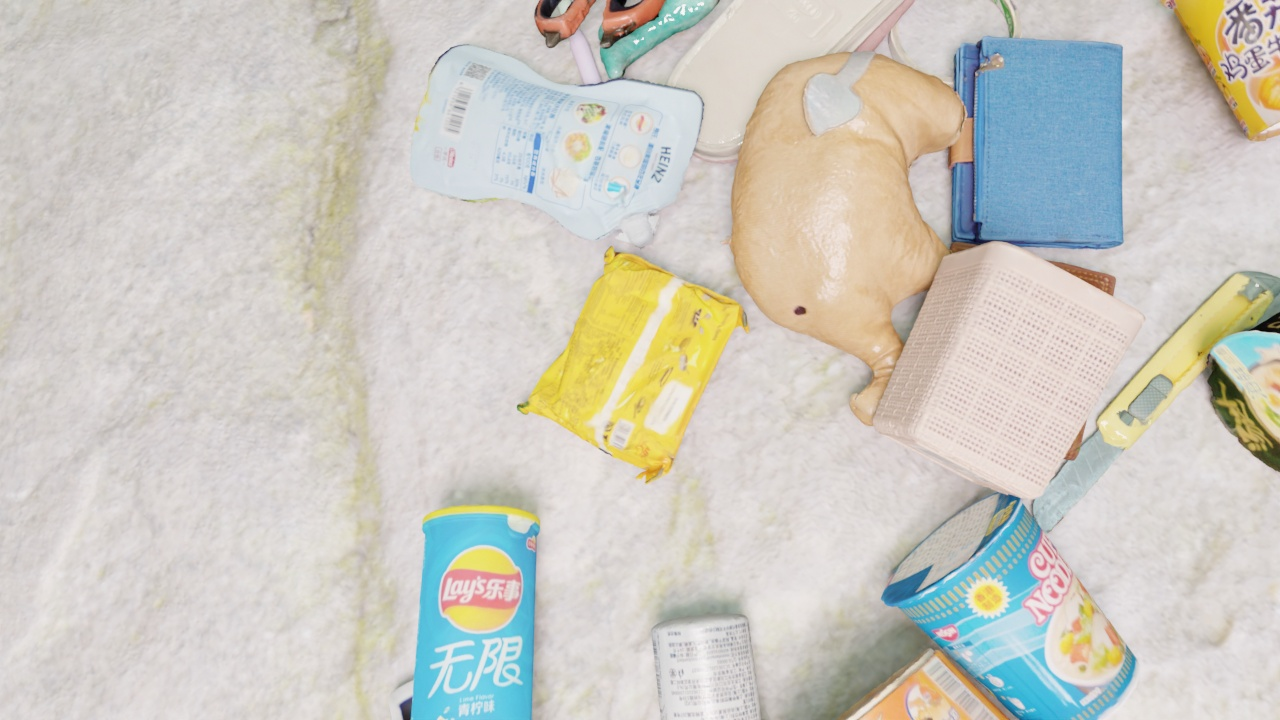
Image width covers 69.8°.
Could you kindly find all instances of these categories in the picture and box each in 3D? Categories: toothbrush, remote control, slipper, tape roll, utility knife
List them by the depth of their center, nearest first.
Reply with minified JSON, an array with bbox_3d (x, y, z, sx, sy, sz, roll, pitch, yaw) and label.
[{"bbox_3d":[-0.108,0.263,0.550,0.058,0.021,0.150,-18,77,2],"label":"remote control"},{"bbox_3d":[0.313,0.022,0.560,0.219,0.022,0.031,-47,71,0],"label":"utility knife"},{"bbox_3d":[0.122,-0.246,0.618,0.114,0.054,0.274,41,97,17],"label":"slipper"},{"bbox_3d":[0.213,-0.224,0.624,0.086,0.014,0.085,-1,77,6],"label":"tape roll"},{"bbox_3d":[-0.041,-0.210,0.649,0.021,0.029,0.189,-11,74,-35],"label":"toothbrush"}]

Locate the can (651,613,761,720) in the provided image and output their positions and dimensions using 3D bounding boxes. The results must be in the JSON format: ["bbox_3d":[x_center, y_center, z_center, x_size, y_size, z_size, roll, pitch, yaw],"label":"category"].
[{"bbox_3d":[0.042,0.221,0.522,0.058,0.058,0.146,-8,77,5],"label":"can"}]

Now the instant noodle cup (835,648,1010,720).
[{"bbox_3d":[0.143,0.229,0.470,0.151,0.151,0.111,-38,68,-3],"label":"instant noodle cup"}]

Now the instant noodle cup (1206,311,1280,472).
[{"bbox_3d":[0.407,-0.002,0.510,0.120,0.111,0.111,-34,76,-9],"label":"instant noodle cup"}]

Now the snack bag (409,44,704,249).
[{"bbox_3d":[-0.059,-0.146,0.619,0.191,0.039,0.110,18,85,14],"label":"snack bag"}]

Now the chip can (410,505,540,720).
[{"bbox_3d":[-0.094,0.192,0.518,0.071,0.071,0.210,-4,66,6],"label":"chip can"}]

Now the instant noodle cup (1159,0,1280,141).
[{"bbox_3d":[0.400,-0.202,0.542,0.138,0.138,0.109,-18,85,2],"label":"instant noodle cup"}]

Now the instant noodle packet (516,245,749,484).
[{"bbox_3d":[-0.003,0.003,0.584,0.111,0.044,0.128,26,79,17],"label":"instant noodle packet"}]

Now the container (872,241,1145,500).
[{"bbox_3d":[0.193,0.008,0.502,0.090,0.090,0.111,27,89,-2],"label":"container"}]

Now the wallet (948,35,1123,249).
[{"bbox_3d":[0.253,-0.137,0.586,0.106,0.040,0.133,2,84,3],"label":"wallet"}]

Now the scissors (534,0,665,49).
[{"bbox_3d":[0.017,-0.290,0.637,0.207,0.015,0.192,-22,52,4],"label":"scissors"}]

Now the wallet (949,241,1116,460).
[{"bbox_3d":[0.227,-0.007,0.567,0.101,0.032,0.124,14,79,13],"label":"wallet"}]

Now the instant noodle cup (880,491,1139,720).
[{"bbox_3d":[0.208,0.143,0.508,0.099,0.099,0.110,-41,84,-4],"label":"instant noodle cup"}]

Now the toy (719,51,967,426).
[{"bbox_3d":[0.122,-0.075,0.567,0.143,0.082,0.226,3,93,12],"label":"toy"}]

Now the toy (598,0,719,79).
[{"bbox_3d":[0.011,-0.241,0.639,0.092,0.030,0.096,-23,50,15],"label":"toy"}]
